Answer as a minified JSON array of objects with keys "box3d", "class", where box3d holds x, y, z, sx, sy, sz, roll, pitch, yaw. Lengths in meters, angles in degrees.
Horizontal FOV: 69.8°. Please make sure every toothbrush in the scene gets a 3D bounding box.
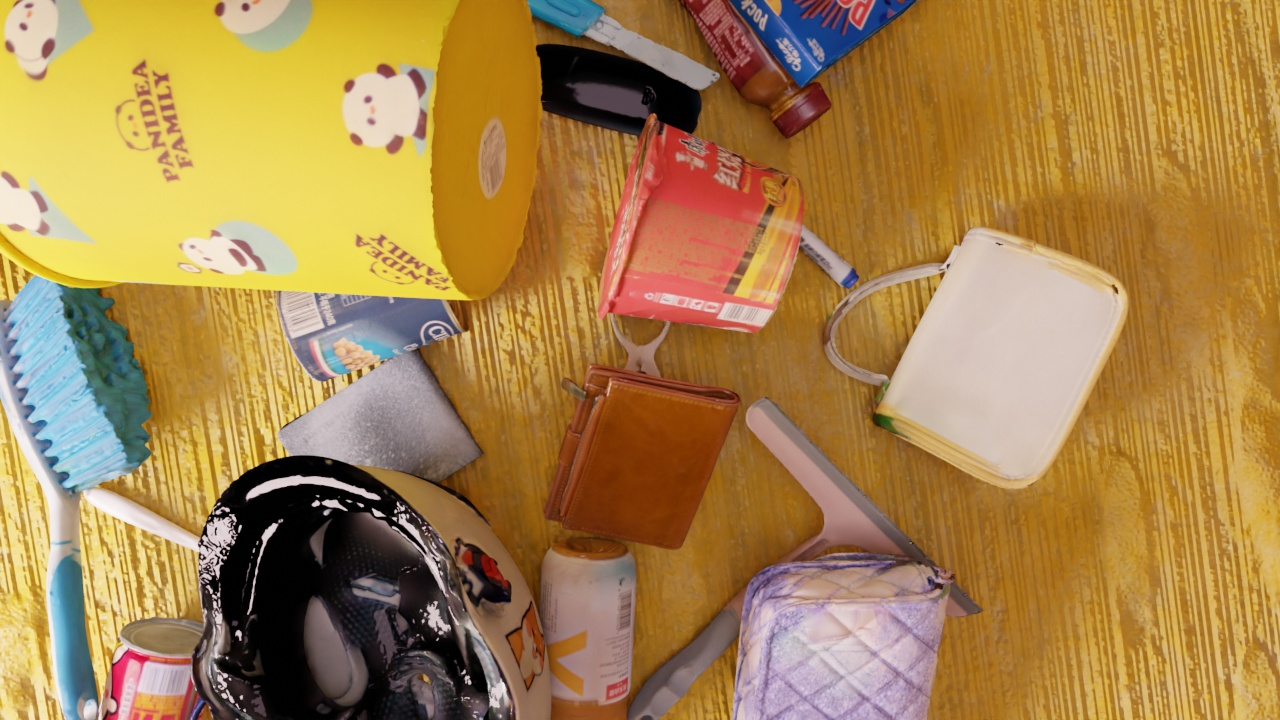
[{"box3d":[-0.323,0.135,0.666,0.180,0.016,0.016,27,89,-2],"class":"toothbrush"}]

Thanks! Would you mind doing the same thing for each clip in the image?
[{"box3d":[0.001,0.005,0.663,0.071,0.035,0.100,-1,83,-1],"class":"clip"}]

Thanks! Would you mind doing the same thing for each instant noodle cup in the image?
[{"box3d":[0.039,-0.081,0.613,0.108,0.138,0.138,14,91,-8],"class":"instant noodle cup"}]

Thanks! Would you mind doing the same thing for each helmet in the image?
[{"box3d":[-0.154,0.189,0.598,0.230,0.156,0.274,-23,82,23],"class":"helmet"}]

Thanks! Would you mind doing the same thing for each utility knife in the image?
[{"box3d":[-0.052,-0.249,0.650,0.238,0.018,0.034,27,89,3],"class":"utility knife"}]

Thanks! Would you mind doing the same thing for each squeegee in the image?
[{"box3d":[0.076,0.183,0.665,0.250,0.040,0.247,-44,109,6],"class":"squeegee"}]

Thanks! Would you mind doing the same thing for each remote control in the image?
[{"box3d":[-0.023,-0.194,0.658,0.136,0.024,0.053,14,89,-2],"class":"remote control"}]

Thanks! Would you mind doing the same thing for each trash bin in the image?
[{"box3d":[-0.205,-0.141,0.533,0.255,0.229,0.229,8,91,9],"class":"trash bin"}]

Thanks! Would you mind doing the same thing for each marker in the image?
[{"box3d":[0.101,-0.104,0.667,0.146,0.017,0.017,41,90,-2],"class":"marker"}]

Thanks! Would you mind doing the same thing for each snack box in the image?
[{"box3d":[0.136,-0.258,0.626,0.156,0.026,0.084,-41,92,-26],"class":"snack box"}]

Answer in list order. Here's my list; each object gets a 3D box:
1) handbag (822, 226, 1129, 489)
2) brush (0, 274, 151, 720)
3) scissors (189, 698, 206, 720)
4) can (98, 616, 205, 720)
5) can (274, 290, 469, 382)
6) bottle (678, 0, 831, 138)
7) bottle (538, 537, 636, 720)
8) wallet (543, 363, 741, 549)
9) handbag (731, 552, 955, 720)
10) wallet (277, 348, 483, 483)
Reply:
[{"box3d":[0.228,-0.013,0.658,0.179,0.063,0.163,27,91,13],"class":"handbag"},{"box3d":[-0.383,0.089,0.627,0.109,0.060,0.314,-25,80,6],"class":"brush"},{"box3d":[-0.248,0.216,0.658,0.162,0.012,0.164,-33,111,-22],"class":"scissors"},{"box3d":[-0.340,0.237,0.644,0.066,0.066,0.094,15,91,-2],"class":"can"},{"box3d":[-0.184,-0.037,0.634,0.111,0.075,0.075,-19,92,0],"class":"can"},{"box3d":[0.069,-0.238,0.641,0.057,0.057,0.175,-34,92,0],"class":"bottle"},{"box3d":[-0.040,0.224,0.648,0.068,0.068,0.189,3,92,-1],"class":"bottle"},{"box3d":[-0.007,0.068,0.630,0.119,0.035,0.131,14,118,-10],"class":"wallet"},{"box3d":[0.133,0.227,0.628,0.134,0.075,0.194,2,109,-7],"class":"handbag"},{"box3d":[-0.189,0.060,0.667,0.121,0.019,0.097,-33,90,1],"class":"wallet"}]
